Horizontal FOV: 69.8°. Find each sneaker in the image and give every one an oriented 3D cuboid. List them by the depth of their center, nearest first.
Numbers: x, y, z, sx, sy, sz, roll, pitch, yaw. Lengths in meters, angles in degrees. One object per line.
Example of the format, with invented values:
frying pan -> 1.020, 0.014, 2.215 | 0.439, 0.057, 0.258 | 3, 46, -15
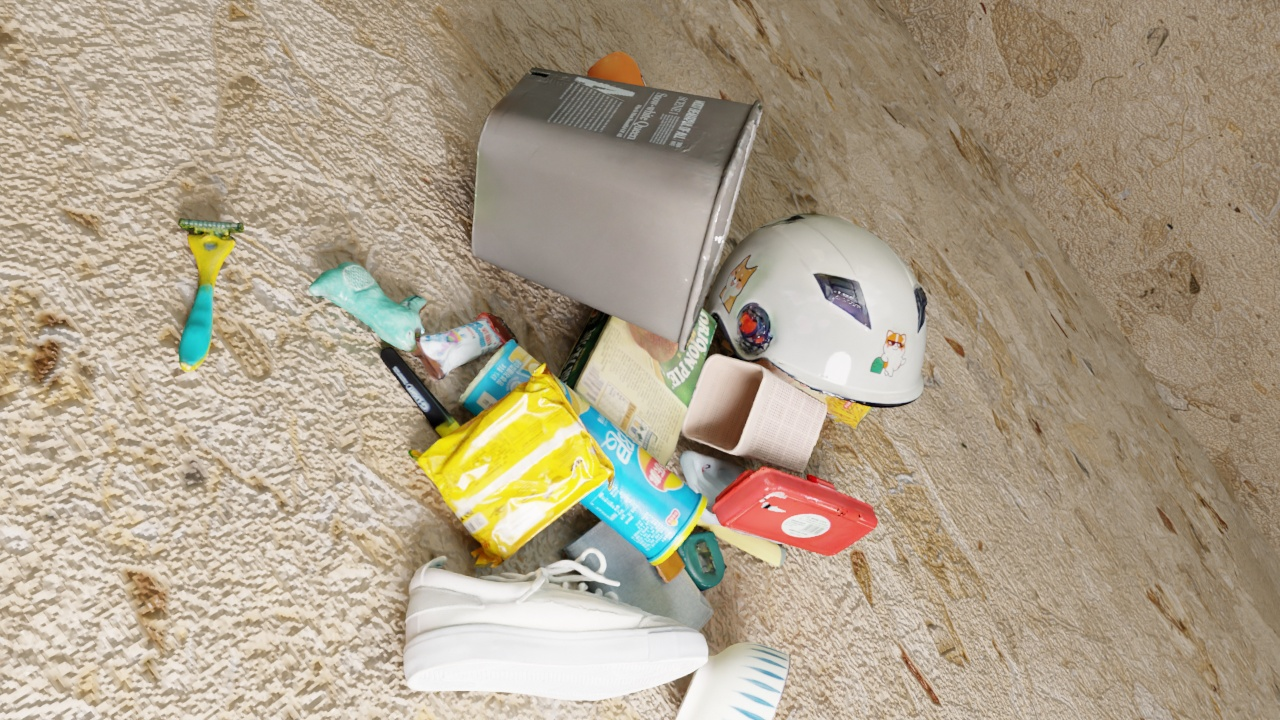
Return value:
sneaker -> -0.059, 0.191, 0.673 | 0.242, 0.090, 0.090 | 15, 47, -34

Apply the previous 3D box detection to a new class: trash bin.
trash bin -> -0.022, -0.154, 0.844 | 0.220, 0.199, 0.198 | 18, 40, 5

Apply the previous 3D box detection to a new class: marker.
marker -> -0.164, 0.040, 0.724 | 0.124, 0.018, 0.015 | 52, 31, -3

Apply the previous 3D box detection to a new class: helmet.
helmet -> 0.201, -0.073, 0.995 | 0.229, 0.157, 0.274 | 3, 21, -26

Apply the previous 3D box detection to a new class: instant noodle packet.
instant noodle packet -> -0.096, 0.081, 0.694 | 0.111, 0.128, 0.044 | 55, -3, 3

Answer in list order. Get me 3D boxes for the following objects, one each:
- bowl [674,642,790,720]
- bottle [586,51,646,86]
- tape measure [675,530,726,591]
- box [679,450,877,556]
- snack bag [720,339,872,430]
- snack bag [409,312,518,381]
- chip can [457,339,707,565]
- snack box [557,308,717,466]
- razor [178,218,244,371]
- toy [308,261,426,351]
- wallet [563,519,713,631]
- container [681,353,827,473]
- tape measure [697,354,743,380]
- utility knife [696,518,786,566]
bowl -> 0.068, 0.277, 0.732 | 0.066, 0.117, 0.116 | 23, 37, 9
bottle -> -0.009, -0.308, 1.146 | 0.149, 0.067, 0.066 | 60, 36, -4
tape measure -> 0.055, 0.185, 0.851 | 0.058, 0.025, 0.054 | 0, 61, -48
box -> 0.141, 0.130, 0.921 | 0.201, 0.095, 0.100 | 23, 35, -42
snack bag -> 0.194, -0.004, 1.138 | 0.208, 0.073, 0.128 | 36, 40, -13
snack bag -> -0.151, -0.014, 0.775 | 0.045, 0.026, 0.105 | 54, 39, 6
chip can -> -0.047, 0.075, 0.754 | 0.210, 0.071, 0.071 | 40, 37, -2
snack box -> -0.005, 0.005, 0.894 | 0.114, 0.063, 0.239 | 43, 37, -16
razor -> -0.301, -0.044, 0.629 | 0.043, 0.028, 0.132 | 4, 53, -20
toy -> -0.208, -0.044, 0.730 | 0.092, 0.030, 0.096 | 42, 24, -8
wallet -> 0.004, 0.188, 0.781 | 0.129, 0.037, 0.106 | 57, 37, 2
container -> 0.120, 0.058, 0.930 | 0.110, 0.090, 0.090 | 24, 86, -36
tape measure -> 0.090, 0.019, 0.996 | 0.057, 0.057, 0.039 | -29, 84, -45
utility knife -> 0.087, 0.164, 0.907 | 0.182, 0.019, 0.030 | 37, 34, -33
